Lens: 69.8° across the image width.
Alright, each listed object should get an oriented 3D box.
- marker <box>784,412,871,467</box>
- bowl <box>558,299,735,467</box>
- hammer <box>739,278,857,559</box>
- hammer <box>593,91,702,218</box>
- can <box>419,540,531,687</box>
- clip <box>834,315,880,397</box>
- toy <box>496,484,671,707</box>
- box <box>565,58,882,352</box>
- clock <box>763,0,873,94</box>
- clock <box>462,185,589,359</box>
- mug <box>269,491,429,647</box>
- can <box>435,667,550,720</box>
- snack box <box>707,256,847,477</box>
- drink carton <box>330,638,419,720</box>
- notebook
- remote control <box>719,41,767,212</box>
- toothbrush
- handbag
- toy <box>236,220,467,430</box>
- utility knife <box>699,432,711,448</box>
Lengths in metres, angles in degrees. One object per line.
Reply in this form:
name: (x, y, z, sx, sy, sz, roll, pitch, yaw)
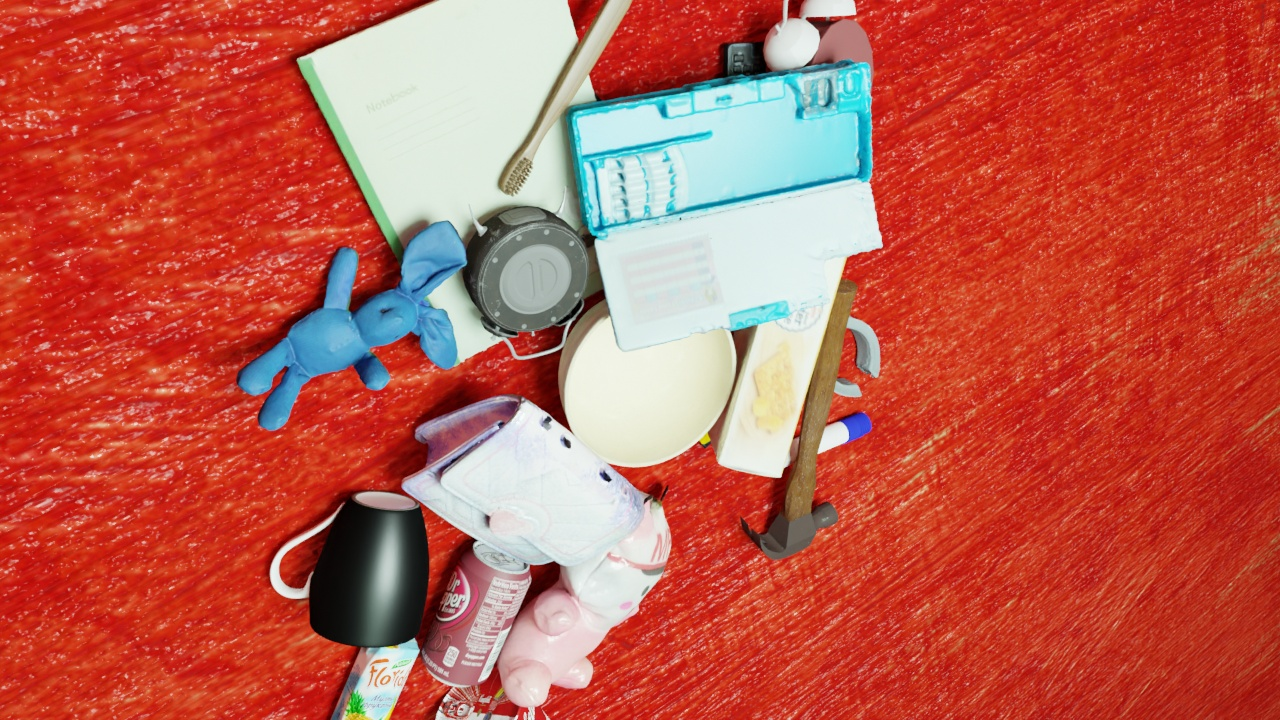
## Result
marker: (0.179, 0.086, 0.944, 0.133, 0.023, 0.027, -18, 142, -24)
bowl: (-0.004, 0.004, 0.755, 0.150, 0.075, 0.151, -10, 116, -22)
hammer: (0.163, 0.068, 0.878, 0.115, 0.033, 0.324, -18, 131, -27)
hammer: (-0.024, -0.173, 0.702, 0.095, 0.015, 0.325, -50, 129, -1)
can: (-0.140, 0.215, 0.780, 0.063, 0.063, 0.114, 17, 102, -36)
clip: (0.195, -0.035, 0.896, 0.107, 0.028, 0.163, -51, 129, -4)
toy: (-0.042, 0.201, 0.813, 0.213, 0.084, 0.142, -56, 157, 4)
box: (0.070, -0.118, 0.690, 0.226, 0.056, 0.185, -13, 105, -11)
clock: (0.142, -0.237, 0.738, 0.096, 0.048, 0.138, -48, 133, -26)
clock: (-0.085, -0.063, 0.676, 0.091, 0.044, 0.123, -16, 126, -23)
mug: (-0.219, 0.152, 0.701, 0.119, 0.085, 0.100, 10, 94, -4)
can: (-0.122, 0.351, 0.841, 0.086, 0.087, 0.116, -36, 126, -13)
snack box: (0.114, -0.014, 0.789, 0.057, 0.104, 0.208, 14, 100, -4)
drink carton: (-0.228, 0.284, 0.774, 0.044, 0.038, 0.129, 17, 102, -36)
notebook: (-0.104, -0.132, 0.660, 0.181, 0.010, 0.253, -29, 128, -13)
remote control: (0.085, -0.185, 0.760, 0.047, 0.022, 0.150, -12, 116, -27)
toothbrush: (-0.052, -0.187, 0.641, 0.016, 0.016, 0.167, 25, 102, -38)
handbag: (-0.089, 0.098, 0.714, 0.127, 0.069, 0.158, -21, 133, 30)
toy: (-0.191, -0.014, 0.637, 0.176, 0.071, 0.113, -34, 123, -19)
utility knife: (0.043, 0.018, 0.835, 0.030, 0.017, 0.163, -40, 124, -21)
